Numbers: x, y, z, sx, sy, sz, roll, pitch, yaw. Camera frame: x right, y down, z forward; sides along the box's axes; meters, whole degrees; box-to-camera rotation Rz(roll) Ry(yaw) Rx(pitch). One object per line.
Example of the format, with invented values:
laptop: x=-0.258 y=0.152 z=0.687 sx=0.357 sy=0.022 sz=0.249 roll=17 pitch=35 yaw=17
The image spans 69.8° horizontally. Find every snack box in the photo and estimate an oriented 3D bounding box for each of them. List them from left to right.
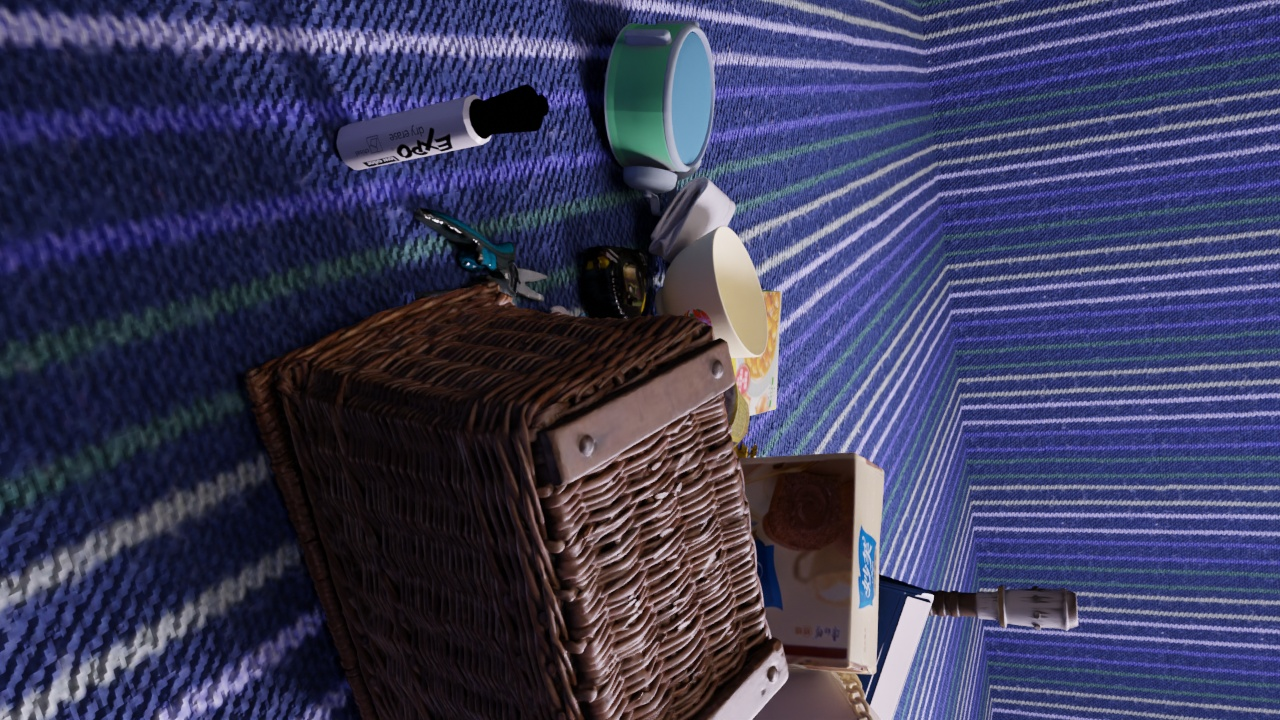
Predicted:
snack box: x=0.098 y=-0.007 z=0.942 sx=0.167 sy=0.027 sz=0.132 roll=-7 pitch=101 yaw=-57
snack box: x=0.078 y=0.155 z=0.711 sx=0.055 sy=0.208 sz=0.153 roll=33 pitch=57 yaw=-49

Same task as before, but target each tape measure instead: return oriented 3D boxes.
tape measure: x=-0.019 y=-0.060 z=0.738 sx=0.067 sy=0.038 sz=0.062 roll=-1 pitch=88 yaw=-64

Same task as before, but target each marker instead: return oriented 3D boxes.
marker: x=-0.104 y=-0.121 z=0.477 sx=0.025 sy=0.126 sz=0.025 roll=15 pitch=73 yaw=-62

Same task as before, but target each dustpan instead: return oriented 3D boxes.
dustpan: x=0.122 y=0.291 z=0.820 sx=0.080 sy=0.273 sz=0.236 roll=-161 pitch=-90 yaw=-82

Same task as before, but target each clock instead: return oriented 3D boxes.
clock: x=0.015 y=-0.207 z=0.797 sx=0.121 sy=0.075 sz=0.162 roll=-48 pitch=141 yaw=-56

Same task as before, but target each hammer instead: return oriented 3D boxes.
hammer: x=0.270 y=0.248 z=0.944 sx=0.190 sy=0.325 sz=0.100 roll=12 pitch=76 yaw=-65

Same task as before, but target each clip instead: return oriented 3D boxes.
clip: x=0.118 y=0.107 z=1.000 sx=0.046 sy=0.035 sz=0.052 roll=63 pitch=35 yaw=-52

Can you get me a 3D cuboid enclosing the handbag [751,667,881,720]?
handbag: x=0.099 y=0.342 z=0.679 sx=0.103 sy=0.211 sz=0.208 roll=44 pitch=32 yaw=-49

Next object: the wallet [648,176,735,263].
wallet: x=0.048 y=-0.126 z=0.851 sx=0.086 sy=0.032 sz=0.116 roll=-57 pitch=162 yaw=5

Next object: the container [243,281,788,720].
container: x=-0.047 y=0.092 z=0.457 sx=0.161 sy=0.184 sz=0.250 roll=-28 pitch=110 yaw=-44

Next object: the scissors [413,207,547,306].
scissors: x=-0.102 y=-0.059 z=0.593 sx=0.149 sy=0.019 sz=0.122 roll=63 pitch=34 yaw=-42

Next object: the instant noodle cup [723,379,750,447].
instant noodle cup: x=0.052 y=0.042 z=0.807 sx=0.108 sy=0.102 sz=0.102 roll=30 pitch=60 yaw=-67

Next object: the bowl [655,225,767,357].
bowl: x=0.056 y=-0.052 z=0.813 sx=0.118 sy=0.074 sz=0.117 roll=42 pitch=40 yaw=-49

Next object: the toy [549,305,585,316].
toy: x=-0.004 y=0.004 z=0.687 sx=0.124 sy=0.097 sz=0.131 roll=59 pitch=22 yaw=10
